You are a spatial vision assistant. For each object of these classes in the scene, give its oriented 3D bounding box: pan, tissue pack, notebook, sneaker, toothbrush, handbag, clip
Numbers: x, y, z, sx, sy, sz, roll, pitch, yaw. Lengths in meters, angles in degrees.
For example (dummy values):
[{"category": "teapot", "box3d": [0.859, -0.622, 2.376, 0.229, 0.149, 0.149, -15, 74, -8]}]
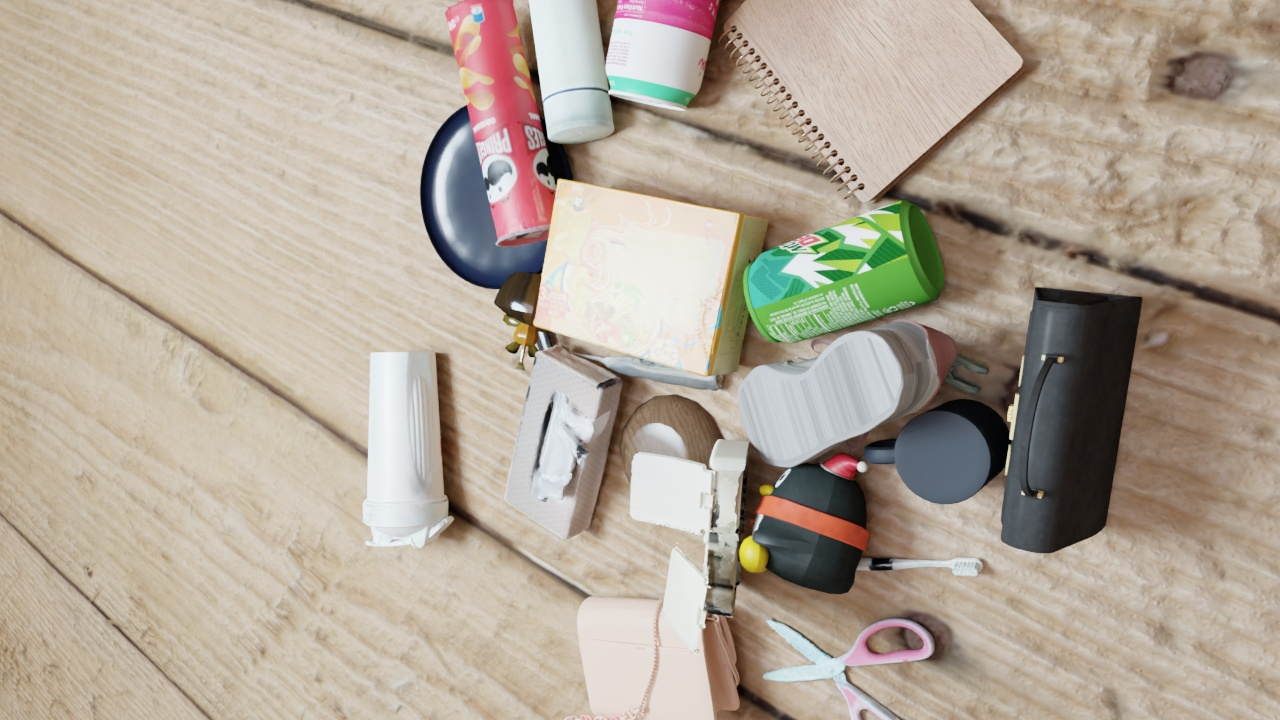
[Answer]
[{"category": "pan", "box3d": [-0.128, -0.101, 0.972, 0.199, 0.021, 0.356, -20, 87, 31]}, {"category": "tissue pack", "box3d": [-0.081, 0.087, 0.923, 0.104, 0.071, 0.182, 29, 114, 29]}, {"category": "notebook", "box3d": [0.181, -0.256, 0.761, 0.169, 0.022, 0.210, -42, 73, 27]}, {"category": "sneaker", "box3d": [0.167, 0.026, 0.749, 0.237, 0.089, 0.099, -30, 72, 64]}, {"category": "toothbrush", "box3d": [-0.005, 0.005, 0.901, 0.186, 0.022, 0.024, 10, 114, 31]}, {"category": "handbag", "box3d": [0.279, 0.042, 0.622, 0.072, 0.195, 0.176, 10, 100, 31]}, {"category": "clip", "box3d": [0.243, 0.001, 0.745, 0.076, 0.023, 0.047, 29, 111, 29]}, {"category": "handbag", "box3d": [-0.009, 0.295, 0.835, 0.199, 0.186, 0.116, -7, 97, 37]}, {"category": "toothbrush", "box3d": [0.198, 0.177, 0.793, 0.187, 0.017, 0.012, -7, 99, 33]}]

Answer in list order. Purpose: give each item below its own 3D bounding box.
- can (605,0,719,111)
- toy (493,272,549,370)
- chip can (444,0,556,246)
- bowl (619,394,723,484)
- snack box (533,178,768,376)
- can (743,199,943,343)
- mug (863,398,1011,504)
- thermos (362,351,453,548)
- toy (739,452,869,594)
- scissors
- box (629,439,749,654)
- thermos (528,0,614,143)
[{"category": "can", "box3d": [0.024, -0.313, 0.815, 0.088, 0.088, 0.166, 20, 105, 30]}, {"category": "toy", "box3d": [-0.112, -0.040, 0.928, 0.076, 0.062, 0.100, 11, 90, -9]}, {"category": "chip can", "box3d": [-0.132, -0.233, 0.900, 0.073, 0.073, 0.233, -12, 91, 33]}, {"category": "bowl", "box3d": [0.024, 0.092, 0.888, 0.118, 0.030, 0.118, 3, 96, 32]}, {"category": "snack box", "box3d": [0.009, -0.078, 0.851, 0.195, 0.080, 0.145, 17, 102, 29]}, {"category": "can", "box3d": [0.164, -0.069, 0.751, 0.144, 0.082, 0.083, -18, 85, 32]}, {"category": "mug", "box3d": [0.230, 0.071, 0.726, 0.105, 0.077, 0.071, -5, 92, 33]}, {"category": "thermos", "box3d": [-0.265, 0.100, 1.039, 0.099, 0.099, 0.220, 0, 91, 32]}, {"category": "toy", "box3d": [0.146, 0.134, 0.780, 0.100, 0.097, 0.119, 18, 81, 14]}, {"category": "scissors", "box3d": [0.187, 0.291, 0.813, 0.173, 0.014, 0.158, -21, 83, 32]}, {"category": "box", "box3d": [0.034, 0.147, 0.776, 0.101, 0.194, 0.143, 4, 95, 9]}, {"category": "thermos", "box3d": [-0.073, -0.329, 0.889, 0.068, 0.067, 0.230, -7, 91, 33]}]
